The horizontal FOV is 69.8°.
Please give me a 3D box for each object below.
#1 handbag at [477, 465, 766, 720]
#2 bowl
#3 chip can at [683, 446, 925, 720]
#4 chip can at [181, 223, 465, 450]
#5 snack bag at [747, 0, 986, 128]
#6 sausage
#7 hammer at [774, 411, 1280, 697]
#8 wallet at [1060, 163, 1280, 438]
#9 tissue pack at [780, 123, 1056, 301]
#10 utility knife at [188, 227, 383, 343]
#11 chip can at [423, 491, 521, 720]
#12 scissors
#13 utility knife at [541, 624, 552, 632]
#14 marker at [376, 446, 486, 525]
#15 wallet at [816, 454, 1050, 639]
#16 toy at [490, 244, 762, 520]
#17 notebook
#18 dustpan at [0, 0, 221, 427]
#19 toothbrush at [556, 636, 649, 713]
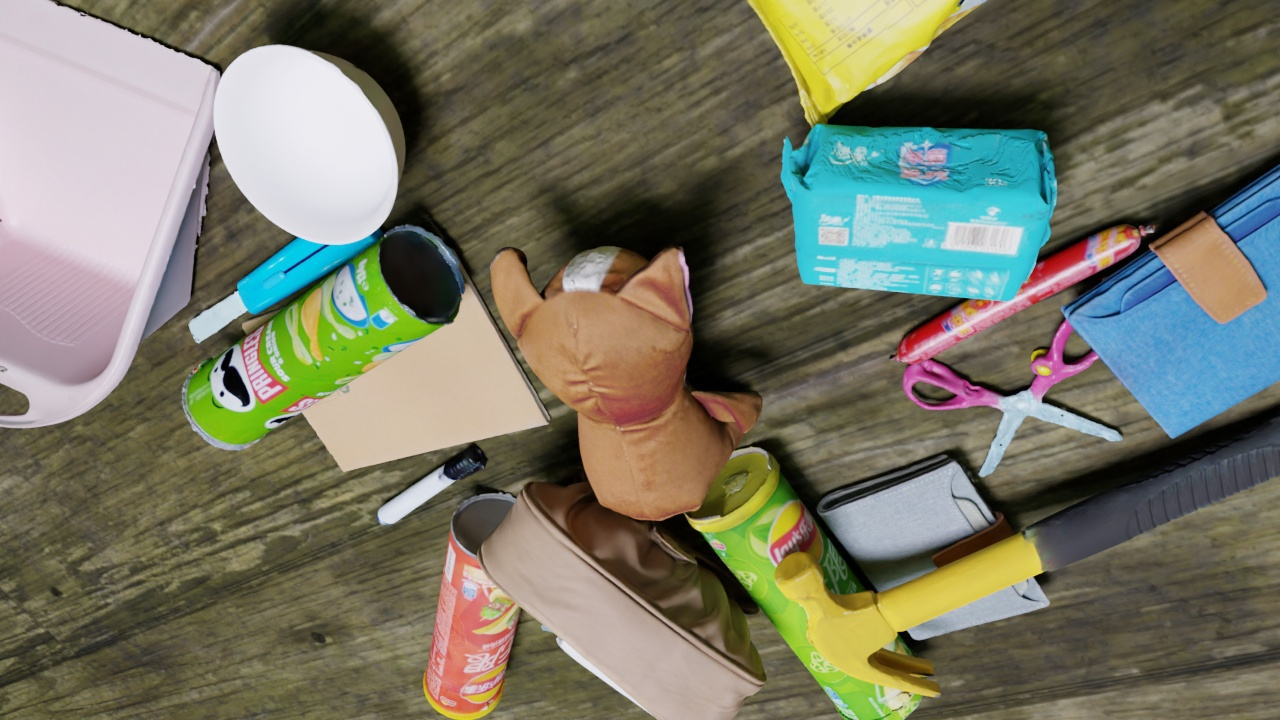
[{"bbox_3d":[-0.003,0.155,0.630,0.204,0.147,0.100,38,97,2],"label":"handbag"},{"bbox_3d":[-0.185,-0.137,0.553,0.118,0.064,0.118,9,124,13],"label":"bowl"},{"bbox_3d":[0.119,0.164,0.640,0.073,0.072,0.221,-26,111,31],"label":"chip can"},{"bbox_3d":[-0.224,-0.011,0.635,0.237,0.072,0.072,-26,110,31],"label":"chip can"},{"bbox_3d":[0.123,-0.227,0.383,0.158,0.068,0.247,46,126,-13],"label":"snack bag"},{"bbox_3d":[0.206,-0.036,0.511,0.156,0.020,0.020,-32,107,33],"label":"sausage"},{"bbox_3d":[0.237,0.113,0.548,0.301,0.032,0.129,-31,111,19],"label":"hammer"},{"bbox_3d":[0.301,-0.030,0.465,0.106,0.040,0.133,44,117,-14],"label":"wallet"},{"bbox_3d":[0.139,-0.076,0.470,0.133,0.050,0.093,6,154,14],"label":"tissue pack"},{"bbox_3d":[-0.267,-0.056,0.665,0.219,0.018,0.034,-23,112,32],"label":"utility knife"},{"bbox_3d":[-0.135,0.207,0.759,0.073,0.073,0.217,20,126,6],"label":"chip can"},{"bbox_3d":[0.224,0.022,0.545,0.134,0.017,0.134,16,129,6],"label":"scissors"},{"bbox_3d":[-0.002,0.238,0.768,0.176,0.013,0.029,6,124,16],"label":"utility knife"},{"bbox_3d":[-0.169,0.103,0.736,0.022,0.018,0.131,41,126,-21],"label":"marker"},{"bbox_3d":[0.197,0.129,0.612,0.107,0.036,0.130,-26,111,32],"label":"wallet"},{"bbox_3d":[-0.003,0.003,0.553,0.140,0.130,0.200,-6,141,21],"label":"toy"},{"bbox_3d":[-0.185,0.008,0.684,0.208,0.008,0.148,-15,116,27],"label":"notebook"},{"bbox_3d":[-0.415,-0.096,0.616,0.222,0.138,0.274,21,127,6],"label":"dustpan"},{"bbox_3d":[-0.006,0.299,0.808,0.180,0.016,0.016,42,123,-10],"label":"toothbrush"}]
